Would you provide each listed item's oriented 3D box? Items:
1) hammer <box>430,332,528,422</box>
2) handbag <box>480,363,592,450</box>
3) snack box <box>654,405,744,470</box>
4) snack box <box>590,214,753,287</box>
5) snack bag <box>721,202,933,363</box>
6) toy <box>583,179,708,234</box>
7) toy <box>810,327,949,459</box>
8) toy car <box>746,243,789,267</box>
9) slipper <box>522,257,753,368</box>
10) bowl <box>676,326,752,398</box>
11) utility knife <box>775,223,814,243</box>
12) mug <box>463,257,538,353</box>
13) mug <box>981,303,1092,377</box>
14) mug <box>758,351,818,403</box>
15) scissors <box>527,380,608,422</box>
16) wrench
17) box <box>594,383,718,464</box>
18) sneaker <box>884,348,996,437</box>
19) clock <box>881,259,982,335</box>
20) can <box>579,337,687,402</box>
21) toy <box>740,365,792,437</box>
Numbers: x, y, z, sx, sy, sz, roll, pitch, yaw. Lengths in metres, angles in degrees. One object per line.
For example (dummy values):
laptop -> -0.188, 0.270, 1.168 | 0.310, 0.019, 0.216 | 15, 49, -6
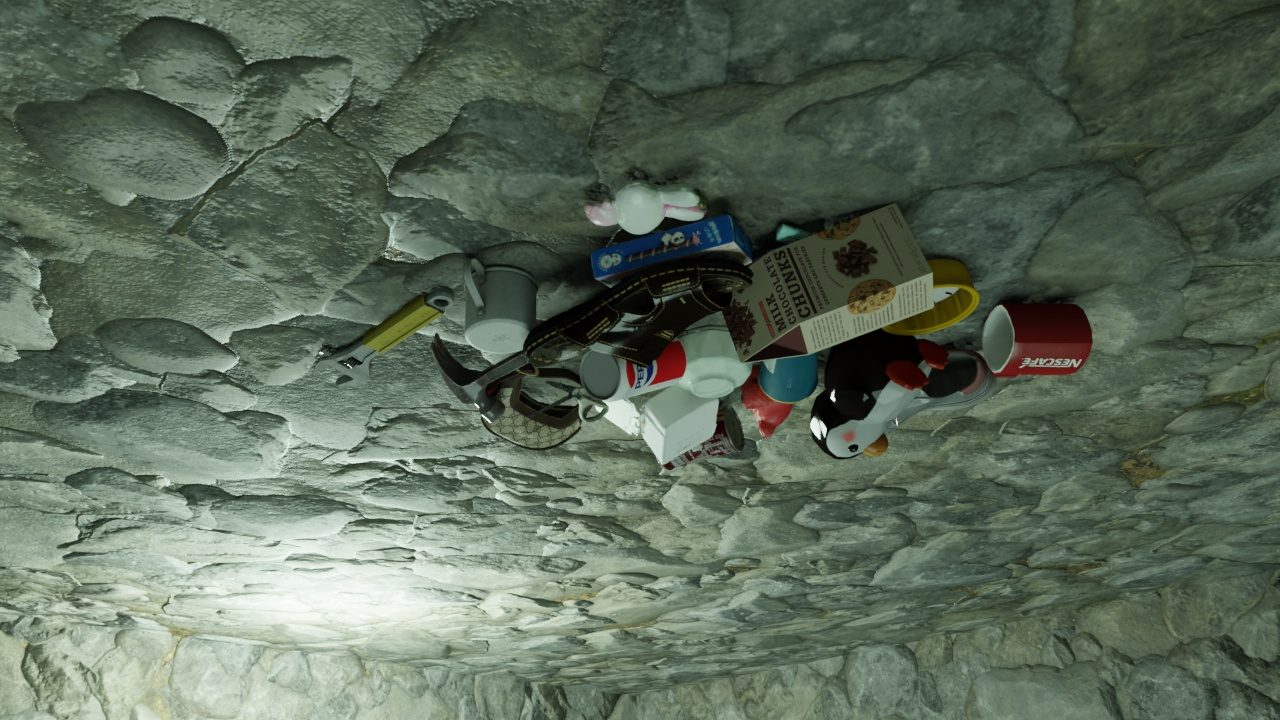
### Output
hammer -> -0.113, -0.031, 1.100 | 0.315, 0.034, 0.138 | -26, 123, 26
handbag -> -0.143, 0.055, 1.260 | 0.139, 0.063, 0.166 | -37, 134, 21
snack box -> 0.085, 0.115, 1.361 | 0.121, 0.072, 0.072 | -18, 148, 24
snack box -> 0.035, -0.108, 0.969 | 0.154, 0.033, 0.088 | -13, 167, 19
snack bag -> 0.188, -0.072, 0.962 | 0.206, 0.094, 0.070 | -21, 148, 7
toy -> 0.006, -0.153, 0.904 | 0.123, 0.038, 0.079 | -5, 164, 4
toy -> 0.270, 0.041, 1.152 | 0.158, 0.140, 0.184 | -30, 150, -45
toy car -> 0.138, -0.103, 1.011 | 0.090, 0.027, 0.039 | -21, 150, 12
slipper -> -0.004, -0.036, 0.972 | 0.268, 0.075, 0.113 | -22, 163, 21
bowl -> 0.091, 0.010, 1.181 | 0.117, 0.061, 0.118 | -1, 151, -1
utility knife -> 0.204, -0.125, 0.996 | 0.141, 0.015, 0.022 | 11, 142, -28
mug -> -0.163, -0.062, 1.021 | 0.084, 0.070, 0.113 | -15, 151, 21
mug -> 0.484, -0.016, 1.141 | 0.096, 0.080, 0.117 | 0, 145, -5
mug -> 0.186, -0.011, 1.143 | 0.078, 0.078, 0.121 | -4, 146, 3
scissors -> -0.068, 0.037, 1.182 | 0.157, 0.012, 0.171 | -42, 152, -1
wrench -> -0.314, -0.026, 1.126 | 0.274, 0.018, 0.083 | -26, 144, 35
box -> 0.011, 0.069, 1.280 | 0.151, 0.132, 0.107 | -27, 148, -19
sneaker -> 0.348, 0.039, 1.222 | 0.236, 0.099, 0.089 | -22, 148, 18
clock -> 0.317, -0.075, 1.059 | 0.151, 0.052, 0.114 | 7, 150, -26
can -> -0.007, 0.006, 1.107 | 0.070, 0.070, 0.131 | -29, 170, 39
toy -> 0.192, 0.053, 1.253 | 0.094, 0.088, 0.133 | -22, 149, 11
